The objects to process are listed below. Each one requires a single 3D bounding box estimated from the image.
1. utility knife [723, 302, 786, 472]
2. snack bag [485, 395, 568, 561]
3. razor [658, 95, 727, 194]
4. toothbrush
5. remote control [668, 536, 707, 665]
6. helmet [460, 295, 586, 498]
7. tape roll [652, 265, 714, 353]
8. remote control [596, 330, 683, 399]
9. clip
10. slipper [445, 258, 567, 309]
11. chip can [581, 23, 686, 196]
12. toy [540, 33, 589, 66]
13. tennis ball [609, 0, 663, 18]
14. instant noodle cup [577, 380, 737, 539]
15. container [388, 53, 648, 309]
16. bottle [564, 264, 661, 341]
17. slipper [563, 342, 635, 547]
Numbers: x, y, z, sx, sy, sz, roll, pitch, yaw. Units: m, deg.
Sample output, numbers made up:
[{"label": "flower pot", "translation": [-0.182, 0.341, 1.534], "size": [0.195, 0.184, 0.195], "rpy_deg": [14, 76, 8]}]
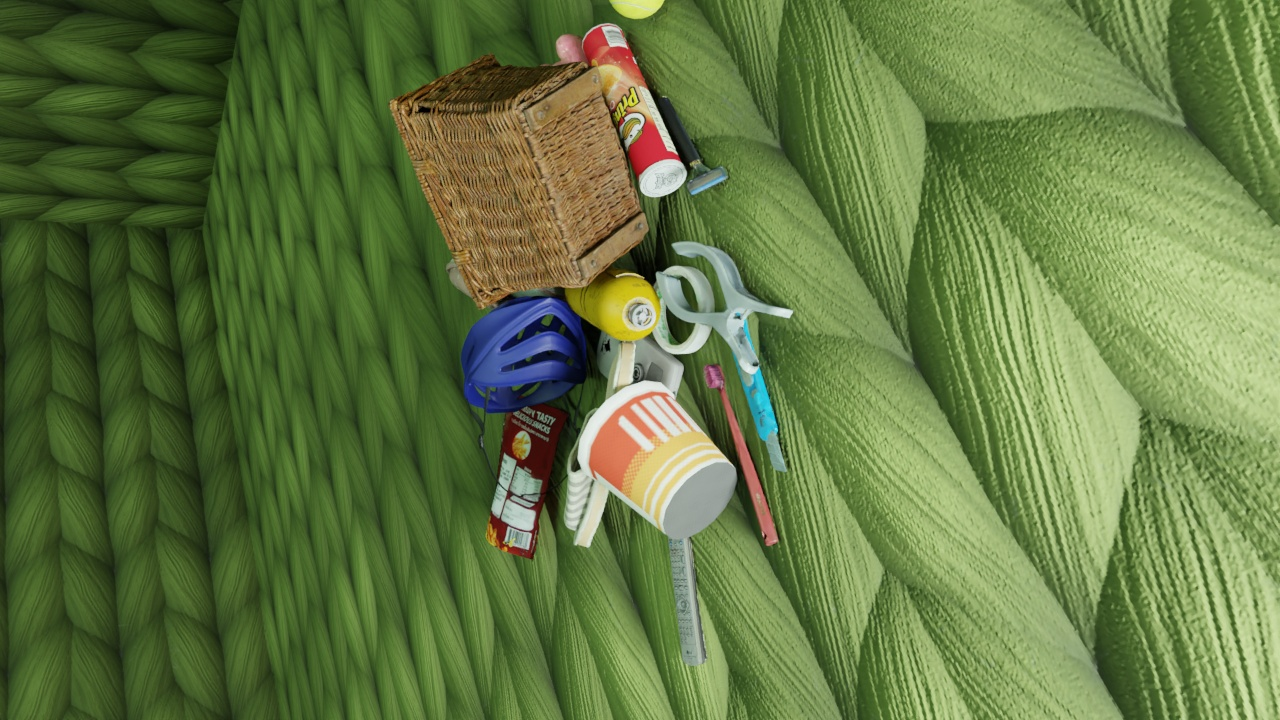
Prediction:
[{"label": "utility knife", "translation": [0.109, 0.021, 0.881], "size": [0.031, 0.015, 0.185], "rpy_deg": [-43, 58, 51]}, {"label": "snack bag", "translation": [-0.162, 0.154, 1.244], "size": [0.139, 0.066, 0.208], "rpy_deg": [19, 105, 49]}, {"label": "razor", "translation": [0.048, -0.226, 0.957], "size": [0.022, 0.043, 0.144], "rpy_deg": [62, -175, -56]}, {"label": "toothbrush", "translation": [0.096, 0.089, 0.899], "size": [0.016, 0.016, 0.189], "rpy_deg": [-42, 58, 47]}, {"label": "remote control", "translation": [0.049, 0.255, 0.978], "size": [0.033, 0.013, 0.136], "rpy_deg": [-21, 74, 54]}, {"label": "helmet", "translation": [-0.134, 0.043, 1.115], "size": [0.242, 0.147, 0.227], "rpy_deg": [133, 130, -56]}, {"label": "tape roll", "translation": [0.043, -0.053, 0.971], "size": [0.094, 0.018, 0.094], "rpy_deg": [3, 94, 55]}, {"label": "remote control", "translation": [-0.006, 0.006, 1.044], "size": [0.151, 0.019, 0.074], "rpy_deg": [40, 124, 48]}, {"label": "clip", "translation": [0.084, -0.075, 0.887], "size": [0.163, 0.028, 0.115], "rpy_deg": [46, 117, 37]}, {"label": "slipper", "translation": [-0.182, -0.090, 1.225], "size": [0.275, 0.114, 0.054], "rpy_deg": [12, 77, 53]}, {"label": "chip can", "translation": [-0.010, -0.279, 1.009], "size": [0.052, 0.051, 0.214], "rpy_deg": [-50, 52, 45]}, {"label": "toy", "translation": [-0.130, -0.304, 1.148], "size": [0.214, 0.084, 0.141], "rpy_deg": [-30, 33, 47]}, {"label": "tennis ball", "translation": [-0.004, -0.401, 0.983], "size": [0.065, 0.065, 0.065], "rpy_deg": [3, 94, 56]}, {"label": "instant noodle cup", "translation": [0.022, 0.105, 0.926], "size": [0.121, 0.123, 0.124], "rpy_deg": [41, 124, 38]}, {"label": "container", "translation": [-0.114, -0.194, 0.987], "size": [0.183, 0.161, 0.250], "rpy_deg": [5, 126, 40]}, {"label": "bottle", "translation": [-0.026, -0.064, 0.996], "size": [0.164, 0.071, 0.071], "rpy_deg": [-146, 61, -64]}, {"label": "slipper", "translation": [-0.048, 0.096, 1.029], "size": [0.114, 0.054, 0.273], "rpy_deg": [-73, -1, -57]}]
